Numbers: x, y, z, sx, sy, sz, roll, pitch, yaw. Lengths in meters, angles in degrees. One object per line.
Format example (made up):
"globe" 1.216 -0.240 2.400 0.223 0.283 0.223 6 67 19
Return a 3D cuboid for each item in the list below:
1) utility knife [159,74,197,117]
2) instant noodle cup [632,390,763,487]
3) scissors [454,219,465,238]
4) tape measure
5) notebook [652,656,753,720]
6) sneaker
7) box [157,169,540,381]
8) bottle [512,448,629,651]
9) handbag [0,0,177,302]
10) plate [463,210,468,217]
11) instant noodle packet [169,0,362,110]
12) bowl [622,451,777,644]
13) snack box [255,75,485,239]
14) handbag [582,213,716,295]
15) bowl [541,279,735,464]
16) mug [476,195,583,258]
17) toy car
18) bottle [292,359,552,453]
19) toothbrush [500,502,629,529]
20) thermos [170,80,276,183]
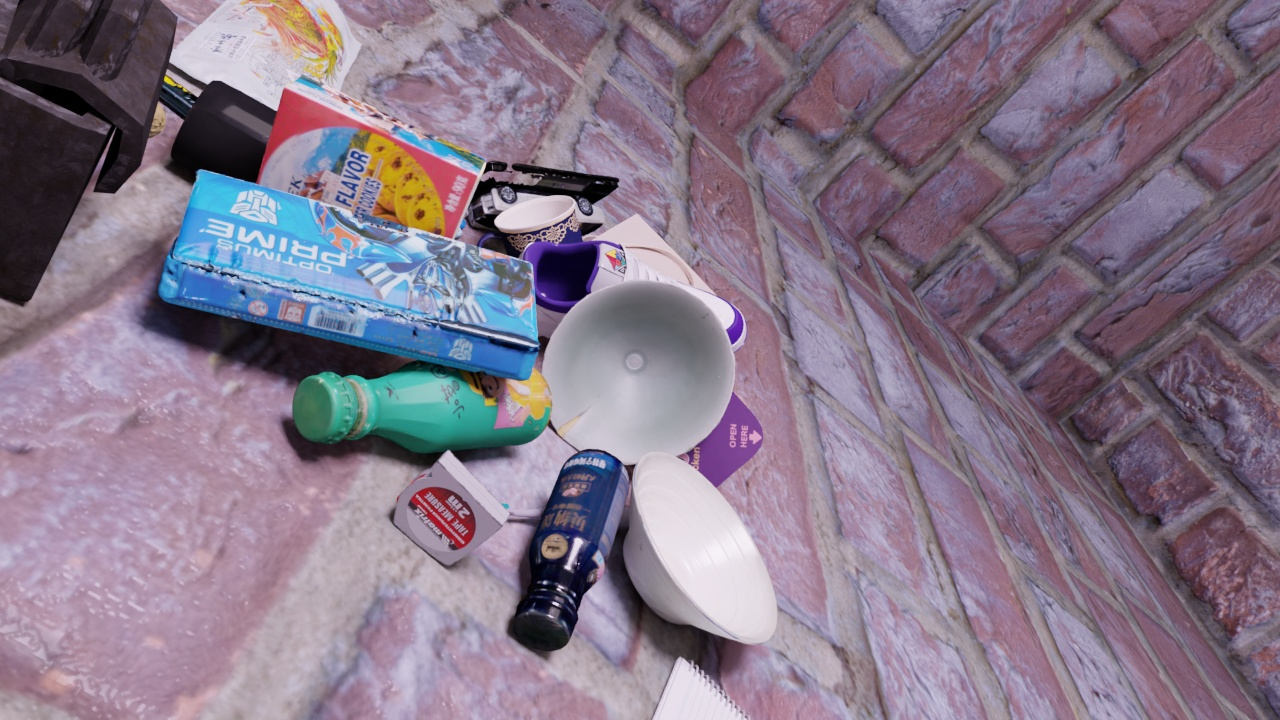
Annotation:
"utility knife" -0.373 -0.209 0.774 0.187 0.020 0.028 37 22 -15
"instant noodle cup" 0.067 0.068 0.917 0.121 0.137 0.122 3 90 -71
"scissors" -0.235 -0.175 0.956 0.130 0.022 0.070 34 26 -15
"tape measure" -0.126 0.098 0.602 0.060 0.062 0.020 47 22 -7
"notebook" 0.093 0.338 0.625 0.245 0.013 0.177 44 24 0
"sneaker" -0.011 -0.066 0.878 0.244 0.111 0.091 8 64 -4
"box" -0.188 -0.058 0.633 0.243 0.085 0.092 14 10 -26
"bottle" -0.049 0.132 0.658 0.056 0.056 0.160 38 36 -15
"handbag" -0.329 -0.168 0.538 0.102 0.200 0.197 27 29 -36
"plate" -0.233 -0.169 0.850 0.157 0.014 0.157 26 -8 4
"instant noodle packet" -0.364 -0.315 0.931 0.146 0.057 0.268 31 31 -26
"bowl" 0.035 0.164 0.752 0.176 0.058 0.176 43 22 -22
"snack box" -0.208 -0.113 0.682 0.145 0.143 0.040 22 29 -13
"handbag" -0.009 -0.065 1.066 0.194 0.102 0.197 46 35 5
"bowl" -0.005 0.005 0.838 0.174 0.174 0.068 39 10 -13
"mug" -0.112 -0.112 0.968 0.085 0.111 0.089 -125 -162 -60
"toy car" -0.114 -0.172 1.047 0.191 0.094 0.071 -1 75 -45
"bottle" -0.151 0.033 0.662 0.068 0.068 0.209 54 24 21
"toothbrush" -0.049 0.125 0.740 0.187 0.018 0.019 15 45 -50
"thermos" -0.256 -0.136 0.747 0.218 0.106 0.105 29 26 -21
